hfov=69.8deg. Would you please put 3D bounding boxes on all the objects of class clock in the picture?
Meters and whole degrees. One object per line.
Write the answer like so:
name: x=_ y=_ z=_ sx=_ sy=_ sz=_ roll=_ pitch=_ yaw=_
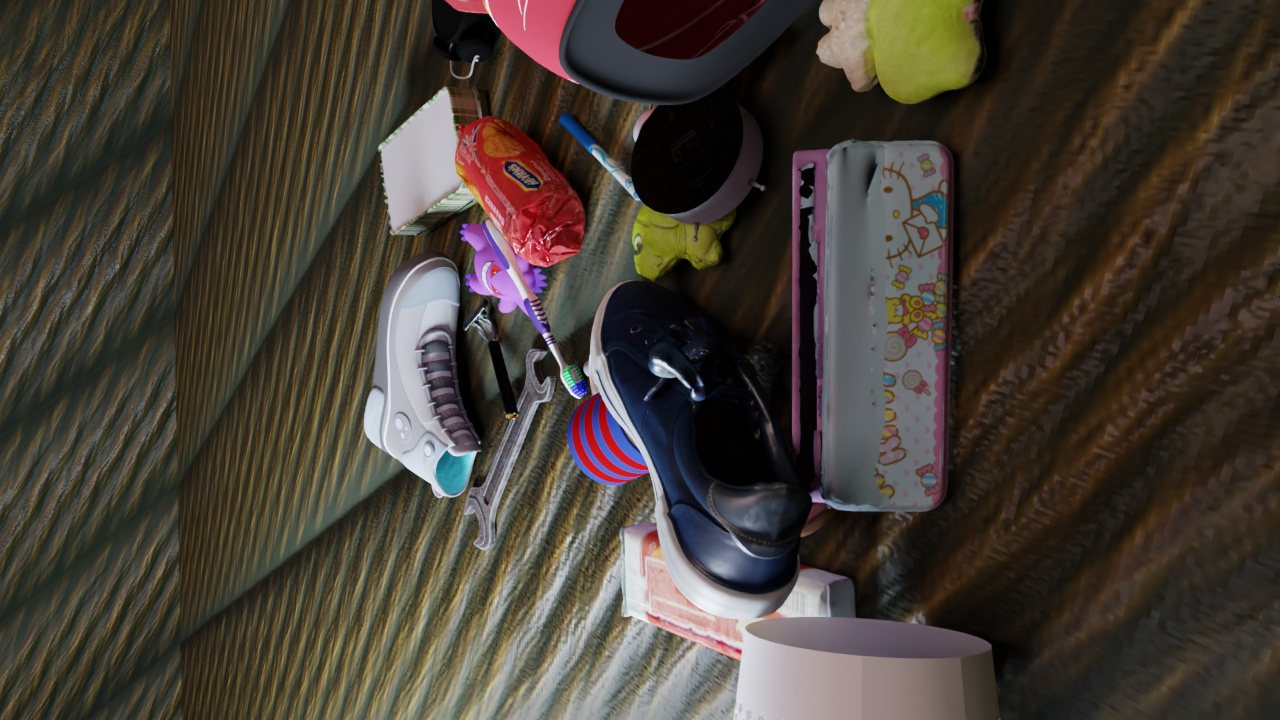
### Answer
clock: x=0.037 y=-0.153 z=0.653 sx=0.095 sy=0.035 sz=0.122 roll=-35 pitch=57 yaw=27
clock: x=-0.178 y=-0.351 z=0.939 sx=0.091 sy=0.042 sz=0.121 roll=29 pitch=116 yaw=49

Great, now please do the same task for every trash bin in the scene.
trash bin: x=0.121 y=0.251 z=0.497 sx=0.196 sy=0.195 sz=0.199 roll=-8 pitch=78 yaw=54

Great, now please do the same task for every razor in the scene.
razor: x=-0.150 y=0.002 z=0.952 sx=0.043 sy=0.022 sz=0.144 roll=-45 pitch=53 yaw=30

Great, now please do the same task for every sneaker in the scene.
sneaker: x=-0.220 y=0.021 z=1.011 sx=0.160 sy=0.092 sz=0.257 roll=36 pitch=121 yaw=36
sneaker: x=0.034 y=0.010 z=0.583 sx=0.294 sy=0.120 sz=0.127 roll=-112 pitch=31 yaw=-51

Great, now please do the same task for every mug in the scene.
mug: x=-0.014 y=0.036 z=0.727 sx=0.076 sy=0.074 sz=0.112 roll=-32 pitch=76 yaw=51

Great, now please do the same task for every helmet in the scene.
helmet: x=0.006 y=-0.303 z=0.568 sx=0.272 sy=0.197 sz=0.224 roll=-36 pitch=65 yaw=40

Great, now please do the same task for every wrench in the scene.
wrench: x=-0.140 y=0.098 z=0.964 sx=0.070 sy=0.010 sz=0.274 roll=55 pitch=134 yaw=35

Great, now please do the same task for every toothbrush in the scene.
toothbrush: x=-0.097 y=-0.048 z=0.842 sx=0.016 sy=0.015 sz=0.186 roll=-29 pitch=89 yaw=48

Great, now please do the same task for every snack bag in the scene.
snack bag: x=0.062 y=0.175 z=0.675 sx=0.226 sy=0.041 sz=0.077 roll=2 pitch=95 yaw=55
snack bag: x=-0.109 y=-0.157 z=0.841 sx=0.176 sy=0.082 sz=0.082 roll=52 pitch=132 yaw=37

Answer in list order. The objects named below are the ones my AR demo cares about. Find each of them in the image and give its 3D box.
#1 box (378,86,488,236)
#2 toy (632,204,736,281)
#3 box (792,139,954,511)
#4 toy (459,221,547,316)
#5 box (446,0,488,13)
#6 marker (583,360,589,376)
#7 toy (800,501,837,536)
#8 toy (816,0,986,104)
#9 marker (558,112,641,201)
box: x=-0.228 y=-0.215 z=1.019 sx=0.206 sy=0.049 sz=0.117 roll=-16 pitch=84 yaw=54
toy: x=0.029 y=-0.099 z=0.693 sx=0.093 sy=0.036 sz=0.094 roll=38 pitch=115 yaw=43
box: x=0.139 y=-0.021 z=0.552 sx=0.093 sy=0.089 sz=0.214 roll=0 pitch=95 yaw=12
toy: x=-0.129 y=-0.090 z=0.891 sx=0.088 sy=0.055 sz=0.106 roll=39 pitch=139 yaw=43
box: x=-0.143 y=-0.377 z=0.793 sx=0.157 sy=0.164 sz=0.152 roll=28 pitch=121 yaw=49
marker: x=-0.005 y=0.004 z=0.765 sx=0.141 sy=0.016 sz=0.016 roll=-3 pitch=91 yaw=54
toy: x=0.083 y=0.092 z=0.633 sx=0.102 sy=0.041 sz=0.055 roll=40 pitch=139 yaw=36
toy: x=0.145 y=-0.191 z=0.519 sx=0.118 sy=0.043 sz=0.092 roll=16 pitch=109 yaw=55
marker: x=-0.033 y=-0.176 z=0.786 sx=0.142 sy=0.013 sz=0.013 roll=51 pitch=132 yaw=38
